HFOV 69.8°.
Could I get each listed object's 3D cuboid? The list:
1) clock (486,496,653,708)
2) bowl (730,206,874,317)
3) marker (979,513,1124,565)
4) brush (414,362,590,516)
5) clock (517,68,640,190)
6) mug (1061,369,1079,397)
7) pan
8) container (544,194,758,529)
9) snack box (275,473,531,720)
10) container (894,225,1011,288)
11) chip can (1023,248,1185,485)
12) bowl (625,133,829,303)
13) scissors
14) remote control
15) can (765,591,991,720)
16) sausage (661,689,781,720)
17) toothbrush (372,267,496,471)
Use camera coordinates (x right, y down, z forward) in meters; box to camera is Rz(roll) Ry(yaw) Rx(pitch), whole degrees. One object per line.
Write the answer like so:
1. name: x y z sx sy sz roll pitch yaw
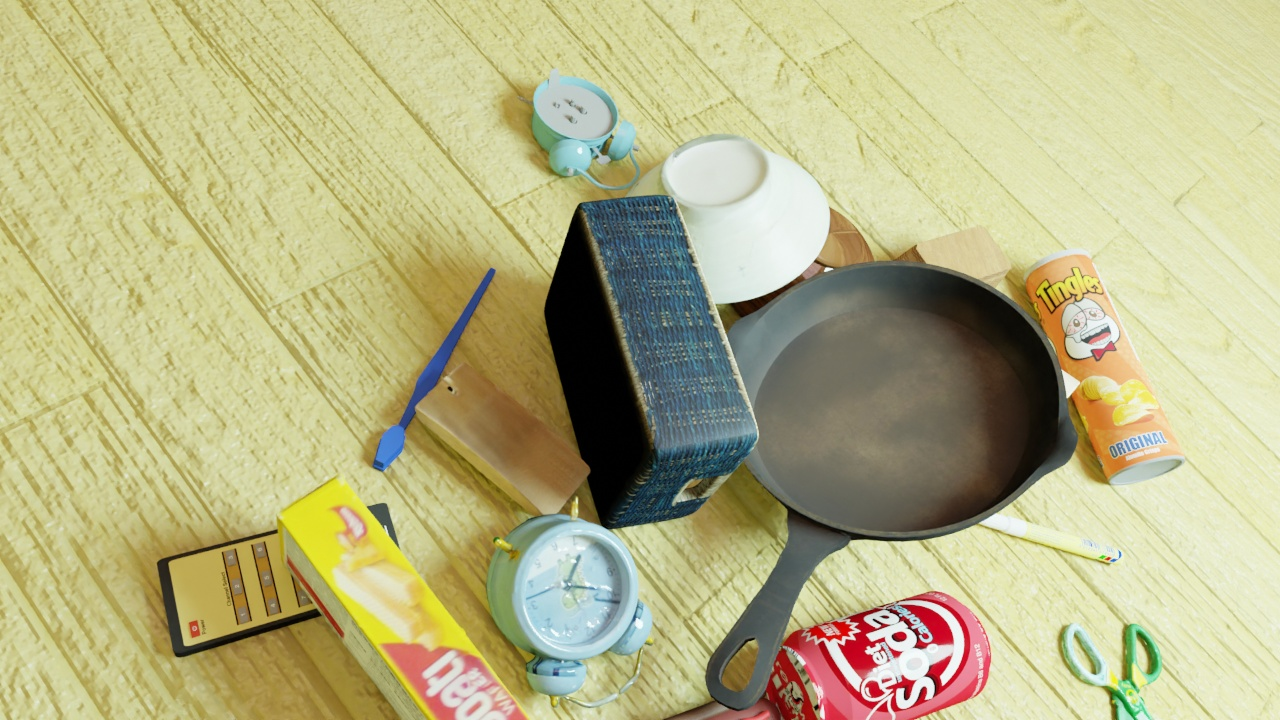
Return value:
1. clock: -0.041 0.153 0.569 0.088 0.052 0.124 -24 93 -26
2. bowl: 0.144 -0.087 0.776 0.147 0.069 0.147 9 59 -16
3. marker: 0.333 0.144 0.746 0.132 0.014 0.014 17 57 -11
4. brush: -0.094 0.057 0.621 0.117 0.039 0.049 38 58 4
5. clock: -0.046 -0.193 0.783 0.087 0.042 0.123 -28 72 -31
6. mug: 0.300 0.017 0.775 0.104 0.085 0.111 41 27 19
7. pan: 0.142 0.078 0.628 0.249 0.043 0.355 21 63 27
8. container: -0.004 0.004 0.621 0.071 0.146 0.187 -8 64 -21
9. snack box: -0.122 0.162 0.498 0.042 0.092 0.200 -35 78 -31
10. container: 0.272 -0.076 0.822 0.113 0.061 0.063 -17 69 -28
11. chip can: 0.414 0.003 0.829 0.062 0.062 0.210 0 61 -21
12. bowl: 0.062 -0.131 0.733 0.177 0.058 0.176 -5 54 7
13. scissors: 0.363 0.252 0.696 0.119 0.012 0.128 26 54 -3
14. remote control: -0.211 0.129 0.550 0.133 0.013 0.058 -13 66 -26
15. can: 0.159 0.203 0.609 0.142 0.075 0.074 -8 64 -25
16. sausage: 0.021 0.236 0.553 0.155 0.040 0.040 -8 64 -30
17. toothbrush: -0.142 -0.002 0.653 0.016 0.011 0.186 26 56 -5
